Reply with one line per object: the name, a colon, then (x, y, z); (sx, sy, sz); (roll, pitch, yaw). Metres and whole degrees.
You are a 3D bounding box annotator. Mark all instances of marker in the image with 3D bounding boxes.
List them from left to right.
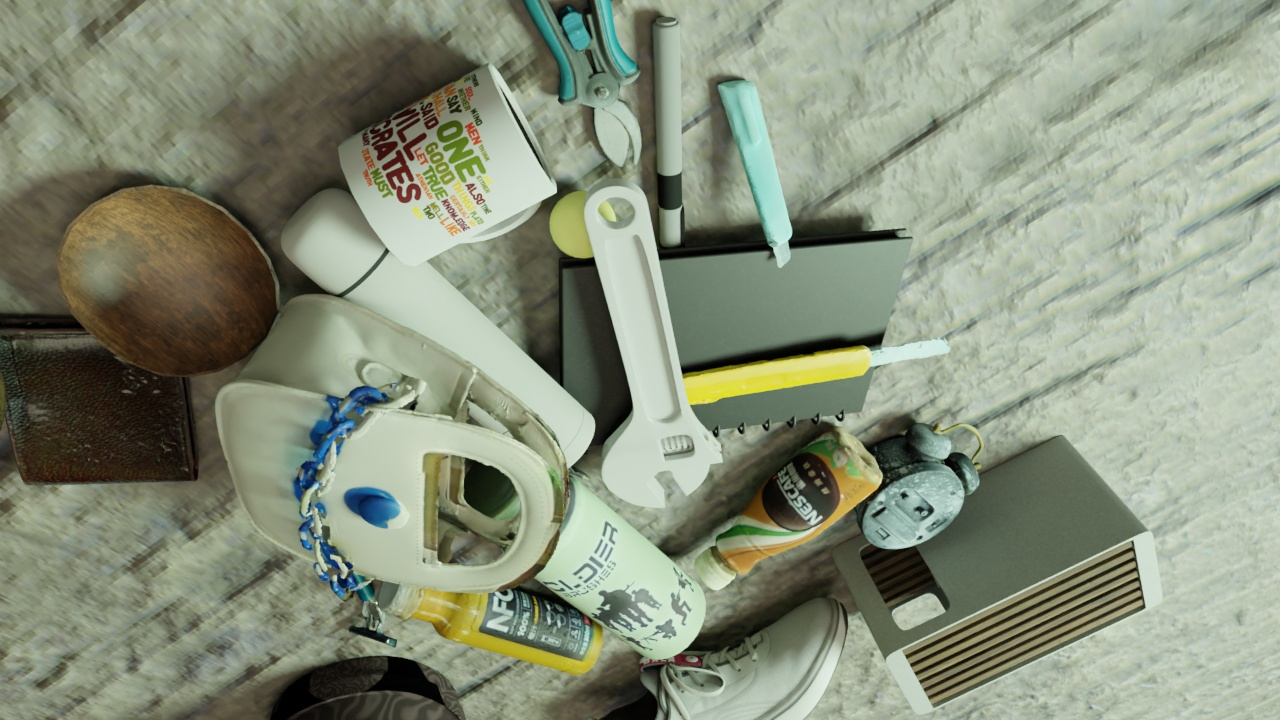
marker: (0.017, -0.130, 0.543); (0.016, 0.016, 0.141); (-10, 128, -9)

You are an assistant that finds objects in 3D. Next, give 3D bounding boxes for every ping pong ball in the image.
ping pong ball: (-0.034, -0.081, 0.550); (0.040, 0.040, 0.040); (-8, 128, -10)

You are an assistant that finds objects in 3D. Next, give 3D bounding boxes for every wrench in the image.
wrench: (-0.004, 0.003, 0.593); (0.087, 0.018, 0.274); (-9, 132, 7)

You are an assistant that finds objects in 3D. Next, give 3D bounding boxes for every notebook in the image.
notebook: (0.059, -0.008, 0.635); (0.231, 0.019, 0.169); (-6, 133, -11)

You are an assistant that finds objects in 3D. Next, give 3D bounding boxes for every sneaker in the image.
sneaker: (0.071, 0.294, 0.840); (0.128, 0.096, 0.263); (44, 97, -12)

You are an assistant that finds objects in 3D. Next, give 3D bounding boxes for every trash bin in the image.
trash bin: (0.305, 0.187, 0.798); (0.229, 0.114, 0.114); (-28, 128, 6)

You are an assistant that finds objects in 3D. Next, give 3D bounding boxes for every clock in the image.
clock: (0.225, 0.100, 0.750); (0.130, 0.052, 0.090); (-40, 126, 16)

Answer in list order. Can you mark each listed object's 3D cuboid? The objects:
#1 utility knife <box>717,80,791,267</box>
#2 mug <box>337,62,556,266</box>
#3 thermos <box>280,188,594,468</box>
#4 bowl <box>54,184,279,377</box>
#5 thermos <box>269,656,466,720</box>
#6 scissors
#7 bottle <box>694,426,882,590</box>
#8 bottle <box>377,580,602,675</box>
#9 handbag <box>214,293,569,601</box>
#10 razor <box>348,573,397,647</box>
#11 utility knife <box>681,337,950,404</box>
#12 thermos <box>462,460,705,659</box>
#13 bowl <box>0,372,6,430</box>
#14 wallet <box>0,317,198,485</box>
utility knife: (0.074, -0.111, 0.554); (0.022, 0.015, 0.120); (-22, 112, -5)
mug: (-0.097, -0.099, 0.506); (0.089, 0.073, 0.105); (-26, 154, 5)
thermos: (-0.117, -0.013, 0.558); (0.052, 0.052, 0.224); (-37, 121, 13)
bowl: (-0.263, -0.046, 0.518); (0.102, 0.026, 0.114); (-36, 124, -4)
thermos: (-0.218, 0.380, 0.727); (0.172, 0.226, 0.173); (-8, 128, -10)
scissors: (-0.035, -0.171, 0.497); (0.148, 0.019, 0.132); (14, 124, -26)
bottle: (0.112, 0.124, 0.733); (0.167, 0.059, 0.059); (-43, 125, 17)
bottle: (-0.117, 0.205, 0.735); (0.186, 0.053, 0.053); (27, 115, -30)
handbag: (-0.143, 0.072, 0.543); (0.199, 0.092, 0.201); (18, 138, 6)
razor: (-0.219, 0.164, 0.698); (0.042, 0.022, 0.144); (9, 128, 23)
utility knife: (0.118, 0.007, 0.639); (0.206, 0.018, 0.030); (-7, 138, -3)
thermos: (-0.039, 0.144, 0.697); (0.082, 0.082, 0.231); (-35, 127, 11)
bowl: (-0.396, 0.007, 0.498); (0.121, 0.056, 0.121); (6, 119, 11)
wallet: (-0.329, 0.029, 0.559); (0.099, 0.031, 0.120); (0, 124, -18)
